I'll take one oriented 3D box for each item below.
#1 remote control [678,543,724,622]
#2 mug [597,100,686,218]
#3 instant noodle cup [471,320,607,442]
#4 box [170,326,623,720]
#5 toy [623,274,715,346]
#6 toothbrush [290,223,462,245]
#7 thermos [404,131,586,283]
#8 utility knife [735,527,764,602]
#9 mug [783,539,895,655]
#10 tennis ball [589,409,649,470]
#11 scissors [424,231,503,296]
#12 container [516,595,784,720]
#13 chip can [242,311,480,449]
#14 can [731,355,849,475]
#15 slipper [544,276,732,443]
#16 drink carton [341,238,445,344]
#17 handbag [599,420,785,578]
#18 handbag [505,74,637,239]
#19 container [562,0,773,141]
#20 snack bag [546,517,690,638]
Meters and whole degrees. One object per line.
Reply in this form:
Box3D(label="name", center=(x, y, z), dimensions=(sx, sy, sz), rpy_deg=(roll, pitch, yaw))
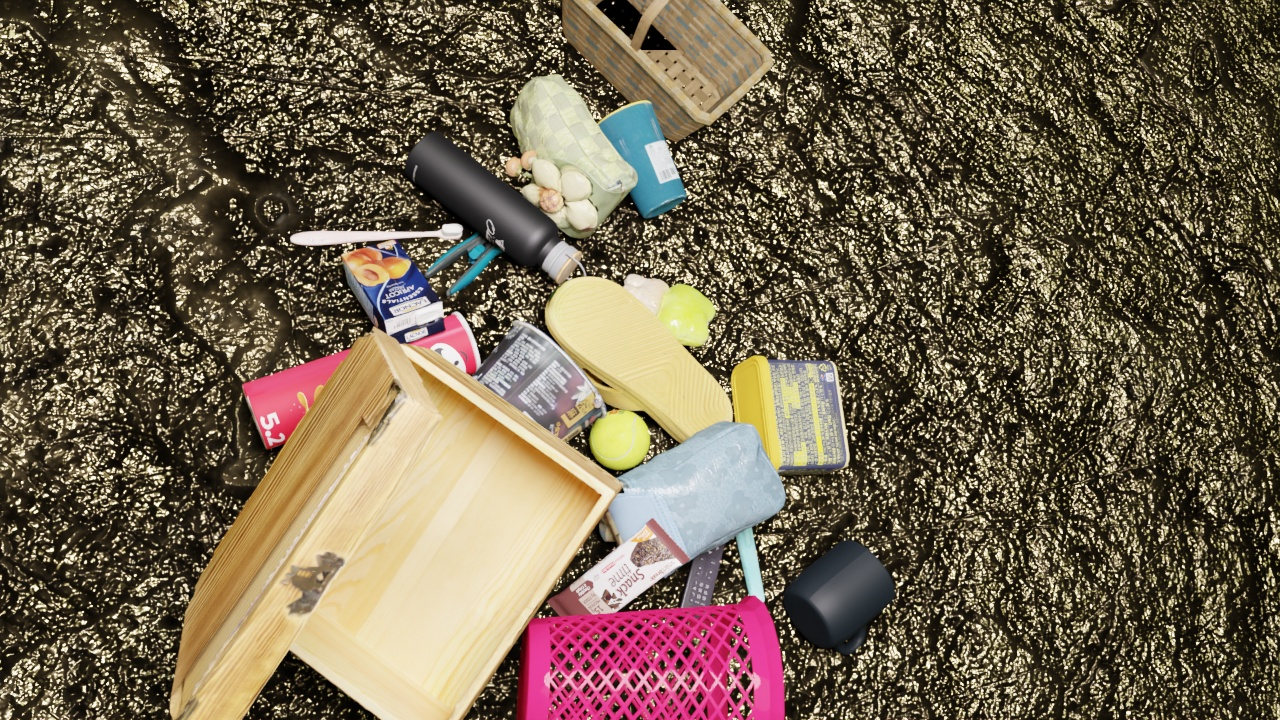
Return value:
Box3D(label="remote control", center=(0.072, 0.218, 1.012), dimensions=(0.032, 0.015, 0.136), rpy_deg=(23, 65, -12))
Box3D(label="mug", center=(0.004, -0.237, 1.095), dimensions=(0.078, 0.078, 0.121), rpy_deg=(-25, 88, -24))
Box3D(label="instant noodle cup", center=(-0.121, 0.045, 0.935), dimensions=(0.112, 0.137, 0.137), rpy_deg=(-43, 91, -18))
Box3D(label="box", center=(-0.218, 0.138, 0.720), dimensions=(0.282, 0.315, 0.279), rpy_deg=(34, 91, 7))
Box3D(label="toy", center=(0.032, -0.062, 1.060), dimensions=(0.115, 0.046, 0.091), rpy_deg=(26, 41, -6))
Box3D(label="toothbrush", center=(-0.283, -0.137, 0.995), dimensions=(0.181, 0.018, 0.015), rpy_deg=(-6, 75, -20))
Box3D(label="thermos", center=(-0.150, -0.157, 1.002), dimensions=(0.231, 0.061, 0.061), rpy_deg=(38, 65, 5))
Box3D(label="utility knife", center=(0.128, 0.257, 1.019), dimensions=(0.022, 0.016, 0.179), rpy_deg=(-5, 74, -20))
Box3D(label="mug", center=(0.222, 0.275, 1.018), dimensions=(0.094, 0.085, 0.122), rpy_deg=(-31, 115, -24))
Box3D(label="tennis ball", center=(-0.022, 0.086, 0.991), dimensions=(0.065, 0.065, 0.065), rpy_deg=(5, 72, -18))
Box3D(label="scissors", center=(-0.175, -0.121, 1.025), dimensions=(0.128, 0.019, 0.140), rpy_deg=(3, 67, -14))
Box3D(label="container", center=(0.000, 0.316, 0.881), dimensions=(0.225, 0.183, 0.183), rpy_deg=(5, 72, -10))
Box3D(label="chip can", center=(-0.276, 0.018, 0.921), dimensions=(0.220, 0.069, 0.069), rpy_deg=(-21, 82, -23))
Box3D(label="can", center=(0.173, 0.066, 1.061), dimensions=(0.104, 0.075, 0.135), rpy_deg=(1, 74, -22))
Box3D(label="slipper", center=(-0.006, 0.006, 1.019), dimensions=(0.263, 0.079, 0.099), rpy_deg=(41, 64, -22))
Box3D(label="drink carton", center=(-0.253, -0.069, 0.935), dimensions=(0.064, 0.040, 0.130), rpy_deg=(-22, 47, -23))
Box3D(label="handbag", center=(0.047, 0.143, 0.971), dimensions=(0.191, 0.119, 0.122), rpy_deg=(-30, 98, -18))
Box3D(label="handbag", center=(-0.095, -0.224, 1.031), dimensions=(0.116, 0.113, 0.186), rpy_deg=(-29, 83, -39))
Box3D(label="container", center=(0.035, -0.405, 1.092), dimensions=(0.250, 0.187, 0.157), rpy_deg=(44, 65, -2))
Box3D(label="snack bag", center=(-0.024, 0.222, 0.920), dimensions=(0.057, 0.158, 0.013), rpy_deg=(48, 22, -2))
